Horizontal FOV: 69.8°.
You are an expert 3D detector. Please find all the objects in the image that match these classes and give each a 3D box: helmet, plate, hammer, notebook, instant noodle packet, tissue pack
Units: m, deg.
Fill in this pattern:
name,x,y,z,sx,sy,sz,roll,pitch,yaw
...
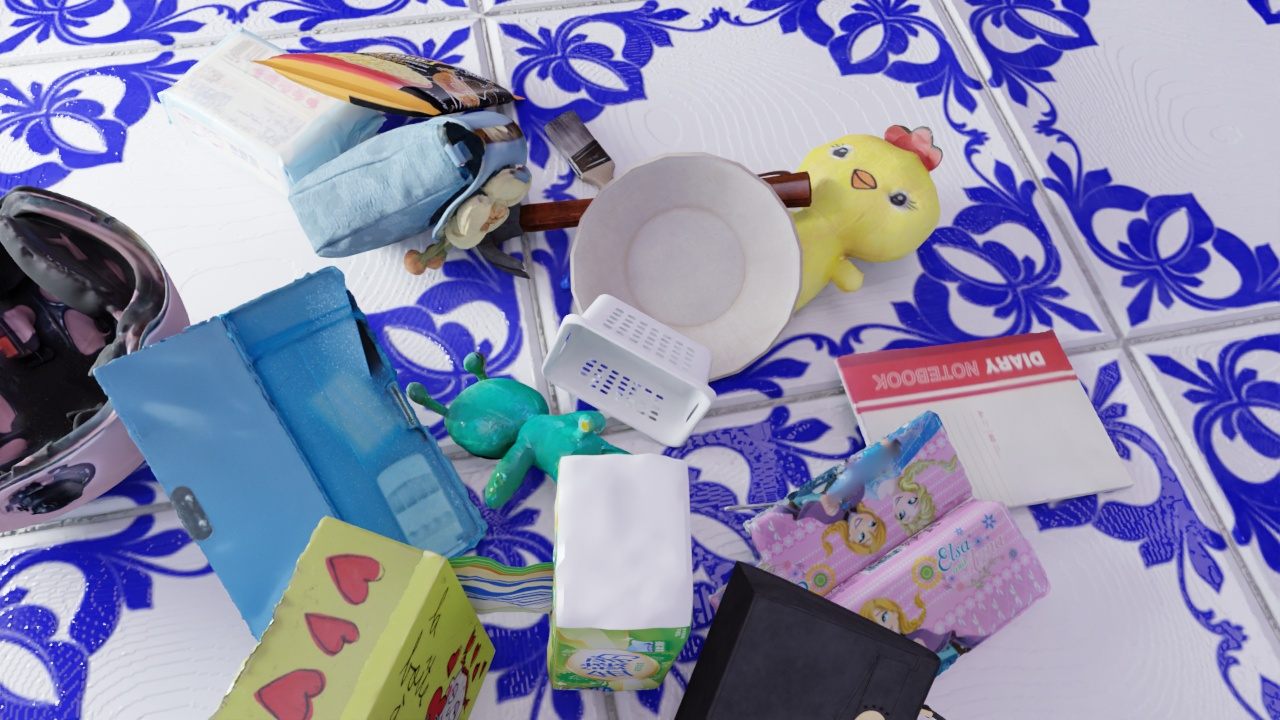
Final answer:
name,x,y,z,sx,sy,sz,roll,pitch,yaw
helmet,-0.445,0.016,0.656,0.230,0.153,0.254,35,68,13
plate,0.038,-0.075,0.755,0.189,0.027,0.189,1,102,3
hammer,-0.004,-0.132,0.795,0.301,0.028,0.111,-4,62,10
notebook,0.276,0.050,0.743,0.208,0.012,0.153,-7,61,-14
instant noodle packet,-0.214,-0.250,0.823,0.160,0.032,0.220,18,22,7
tissue pack,-0.049,0.142,0.581,0.141,0.198,0.120,2,54,-5
tissue pack,-0.336,-0.223,0.844,0.182,0.070,0.111,31,64,11

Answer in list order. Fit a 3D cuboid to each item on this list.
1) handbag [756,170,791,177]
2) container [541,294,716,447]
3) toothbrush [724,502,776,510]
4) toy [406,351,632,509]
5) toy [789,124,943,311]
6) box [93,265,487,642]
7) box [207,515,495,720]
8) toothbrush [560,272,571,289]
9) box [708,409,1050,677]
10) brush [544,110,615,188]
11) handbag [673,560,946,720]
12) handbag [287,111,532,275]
name,x,y,z,sx,sy,sz,roll,pitch,yaw
handbag,0.096,-0.148,0.847,0.119,0.029,0.055,-31,91,-25
container,-0.004,0.004,0.720,0.129,0.081,0.049,29,48,-2
toothbrush,0.140,0.109,0.679,0.181,0.010,0.010,1,58,-28
toy,-0.080,0.054,0.691,0.193,0.072,0.130,26,36,23
toy,0.176,-0.122,0.806,0.207,0.092,0.134,-37,62,-10
box,-0.232,0.068,0.632,0.174,0.034,0.231,-30,96,-31
box,-0.152,0.189,0.536,0.081,0.221,0.124,18,59,7
toothbrush,0.002,-0.114,0.829,0.182,0.018,0.016,-35,94,-20
box,0.166,0.151,0.650,0.230,0.035,0.159,-28,87,-17
brush,-0.042,-0.181,0.867,0.038,0.012,0.151,-28,67,-17
handbag,0.124,0.248,0.574,0.196,0.072,0.176,21,92,-4
handbag,-0.183,-0.134,0.762,0.192,0.121,0.118,-19,103,15
